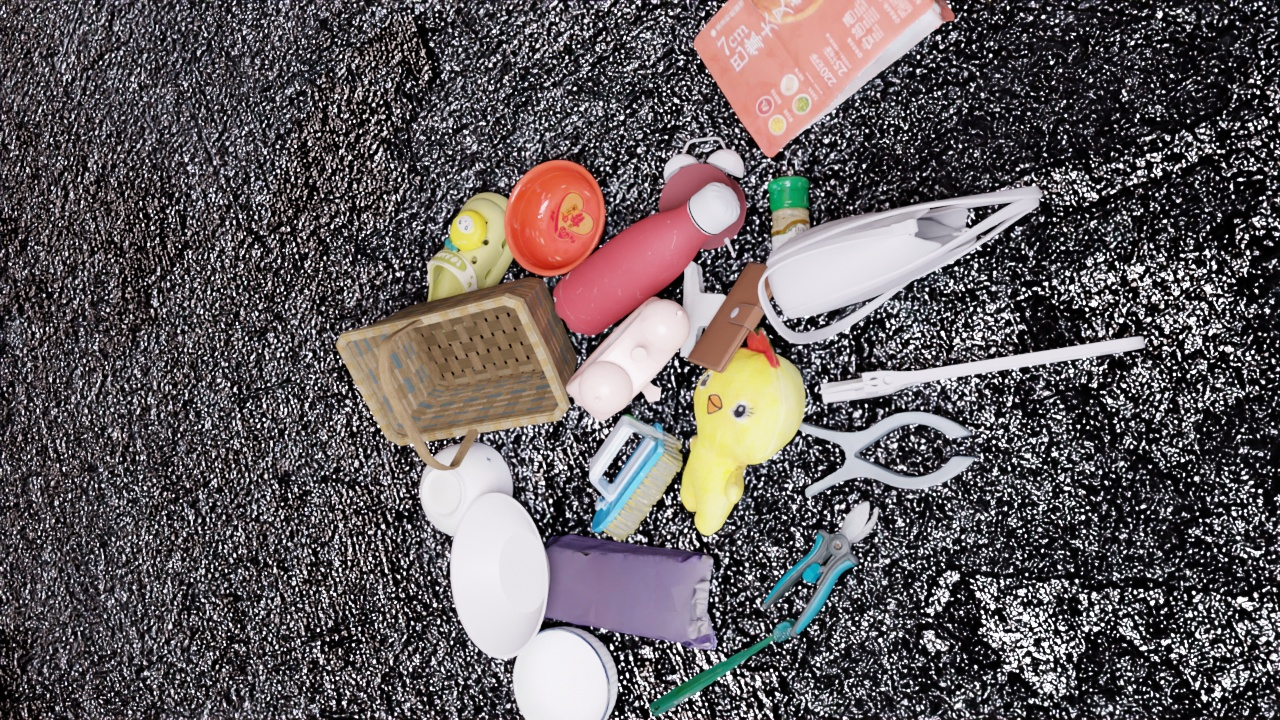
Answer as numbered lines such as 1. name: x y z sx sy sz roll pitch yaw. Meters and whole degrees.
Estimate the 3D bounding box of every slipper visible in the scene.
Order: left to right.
1. slipper: -0.214 -0.111 1.080 0.092 0.081 0.191 31 103 27

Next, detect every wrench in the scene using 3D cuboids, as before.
1. wrench: 0.301 0.008 0.828 0.274 0.086 0.018 -10 82 16

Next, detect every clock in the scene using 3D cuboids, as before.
1. clock: -0.005 0.005 0.916 0.086 0.160 0.131 43 83 1
2. clock: 0.066 -0.171 0.961 0.087 0.044 0.124 0 87 27

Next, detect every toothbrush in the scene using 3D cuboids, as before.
1. toothbrush: 0.082 0.316 0.938 0.190 0.017 0.016 -38 71 19

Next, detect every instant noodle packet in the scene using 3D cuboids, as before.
1. instant noodle packet: 0.167 -0.332 0.912 0.221 0.083 0.164 -38 76 29

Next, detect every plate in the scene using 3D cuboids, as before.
1. plate: -0.142 0.231 0.997 0.174 0.036 0.174 -4 84 45

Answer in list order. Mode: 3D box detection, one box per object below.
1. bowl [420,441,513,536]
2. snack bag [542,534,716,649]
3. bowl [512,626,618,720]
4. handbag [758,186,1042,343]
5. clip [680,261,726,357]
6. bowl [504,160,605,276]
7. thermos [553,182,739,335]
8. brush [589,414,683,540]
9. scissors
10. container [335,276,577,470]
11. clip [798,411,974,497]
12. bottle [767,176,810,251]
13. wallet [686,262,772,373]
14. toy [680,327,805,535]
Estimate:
1. bowl: -0.212 0.152 1.071 0.114 0.063 0.113 -1 87 26
2. snack bag: -0.017 0.243 0.970 0.206 0.058 0.096 1 86 28
3. bowl: -0.071 0.343 0.989 0.118 0.062 0.118 -2 86 26
4. handbag: 0.228 -0.093 0.782 0.223 0.215 0.095 -20 87 34
5. clip: 0.065 -0.052 0.962 0.054 0.057 0.102 1 88 51
6. bowl: -0.089 -0.157 1.037 0.131 0.045 0.130 -2 86 27
7. thermos: 0.006 -0.105 0.935 0.241 0.073 0.073 -32 72 40
8. brush: -0.019 0.127 0.963 0.075 0.055 0.136 28 113 -14
9. scissors: 0.174 0.201 0.895 0.150 0.019 0.131 -10 72 27
10. container: -0.206 0.017 0.990 0.250 0.185 0.157 -10 115 26
11. clip: 0.229 0.072 0.875 0.164 0.027 0.106 -12 80 25
12. bottle: 0.150 -0.126 0.917 0.043 0.043 0.111 -5 85 26
13. wallet: 0.094 -0.045 0.910 0.013 0.087 0.121 34 86 -20
14. toy: 0.095 0.071 0.904 0.208 0.092 0.134 -60 30 13
